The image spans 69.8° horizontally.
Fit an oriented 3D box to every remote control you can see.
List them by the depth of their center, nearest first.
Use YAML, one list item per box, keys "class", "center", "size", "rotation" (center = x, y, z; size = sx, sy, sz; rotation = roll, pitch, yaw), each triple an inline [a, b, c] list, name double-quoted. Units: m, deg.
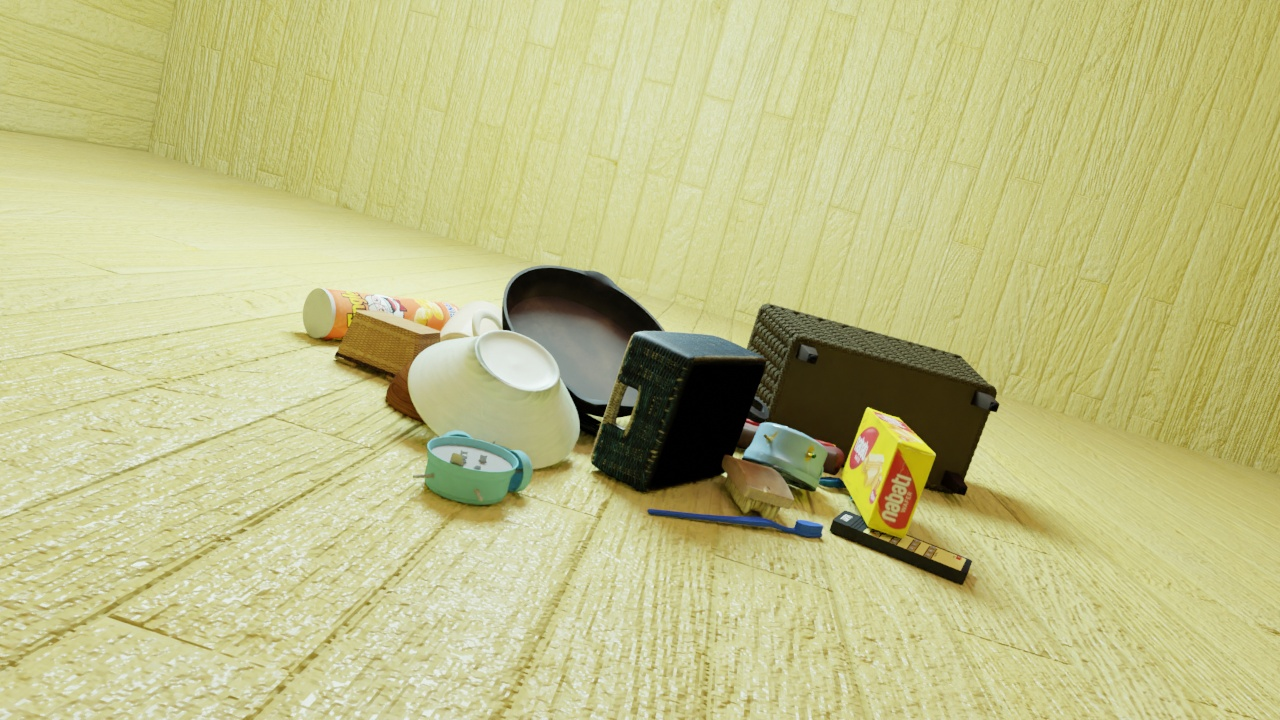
- class: "remote control"
  center: [0.258, 0.184, 0.911]
  size: [0.133, 0.013, 0.058]
  rotation: [19, 10, 23]

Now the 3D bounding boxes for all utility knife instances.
- class: "utility knife"
  center: [-0.061, 0.071, 1.046]
  size: [0.171, 0.020, 0.028]
  rotation: [25, 15, 41]

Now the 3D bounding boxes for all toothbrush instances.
- class: "toothbrush"
  center: [0.092, 0.147, 0.851]
  size: [0.186, 0.011, 0.016]
  rotation: [12, 10, -24]

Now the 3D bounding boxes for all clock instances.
- class: "clock"
  center: [-0.134, 0.084, 0.761]
  size: [0.087, 0.042, 0.123]
  rotation: [17, 11, 9]
- class: "clock"
  center: [0.164, 0.110, 1.036]
  size: [0.089, 0.051, 0.124]
  rotation: [22, -10, 13]

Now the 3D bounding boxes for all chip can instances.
- class: "chip can"
  center: [-0.331, -0.054, 1.203]
  size: [0.062, 0.062, 0.210]
  rotation: [22, 11, 36]

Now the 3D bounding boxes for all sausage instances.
- class: "sausage"
  center: [0.178, 0.105, 1.140]
  size: [0.156, 0.040, 0.040]
  rotation: [15, 8, 26]

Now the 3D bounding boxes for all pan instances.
- class: "pan"
  center: [-0.006, 0.007, 1.093]
  size: [0.356, 0.043, 0.248]
  rotation: [24, 35, -16]

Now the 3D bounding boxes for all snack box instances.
- class: "snack box"
  center: [0.264, 0.115, 0.993]
  size: [0.042, 0.092, 0.200]
  rotation: [18, 9, 3]

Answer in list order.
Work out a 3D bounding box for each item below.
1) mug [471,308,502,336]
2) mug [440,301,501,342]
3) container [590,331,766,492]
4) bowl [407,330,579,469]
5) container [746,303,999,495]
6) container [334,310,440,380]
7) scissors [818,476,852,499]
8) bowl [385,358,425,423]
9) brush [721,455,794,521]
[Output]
- class: "mug"
  center: [-0.156, -0.008, 1.072]
  size: [0.081, 0.122, 0.097]
  rotation: [-27, 8, 25]
- class: "mug"
  center: [-0.225, -0.017, 1.142]
  size: [0.111, 0.085, 0.104]
  rotation: [-11, 17, 11]
- class: "container"
  center: [0.045, 0.050, 0.943]
  size: [0.071, 0.145, 0.187]
  rotation: [25, 12, 29]
- class: "bowl"
  center: [-0.128, 0.020, 0.878]
  size: [0.176, 0.058, 0.176]
  rotation: [22, 33, -15]
- class: "container"
  center: [0.310, 0.060, 1.267]
  size: [0.321, 0.176, 0.205]
  rotation: [15, 13, -7]
- class: "container"
  center: [-0.284, -0.016, 1.052]
  size: [0.114, 0.061, 0.063]
  rotation: [19, 10, 19]
- class: "scissors"
  center: [0.261, 0.150, 1.120]
  size: [0.086, 0.015, 0.134]
  rotation: [18, 10, 28]
- class: "bowl"
  center: [-0.186, 0.022, 0.963]
  size: [0.147, 0.069, 0.147]
  rotation: [15, 9, -3]
- class: "brush"
  center: [0.114, 0.127, 0.928]
  size: [0.049, 0.039, 0.117]
  rotation: [16, 9, -9]
